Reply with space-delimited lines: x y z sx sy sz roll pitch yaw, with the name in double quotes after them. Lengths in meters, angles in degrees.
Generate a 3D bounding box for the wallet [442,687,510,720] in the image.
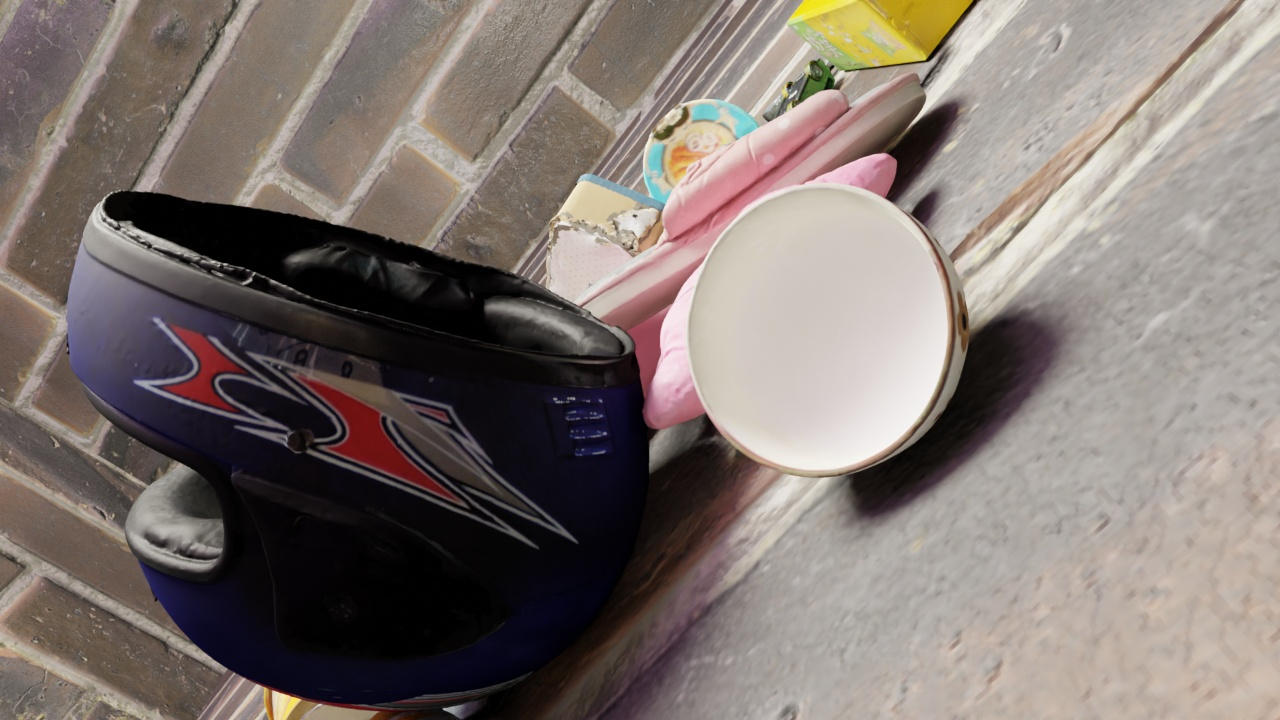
-0.098 0.191 0.625 0.097 0.019 0.120 -43 19 46 "wallet"

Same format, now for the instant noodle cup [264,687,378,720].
-0.201 0.248 0.642 0.118 0.118 0.114 -55 21 -4 "instant noodle cup"

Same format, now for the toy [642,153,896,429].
0.065 -0.037 0.511 0.195 0.074 0.178 -48 2 31 "toy"

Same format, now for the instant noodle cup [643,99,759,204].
0.062 -0.187 0.852 0.111 0.111 0.120 -50 6 16 "instant noodle cup"

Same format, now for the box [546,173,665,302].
-0.030 -0.069 0.788 0.063 0.090 0.185 -61 -8 -29 "box"

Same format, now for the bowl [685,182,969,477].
0.081 -0.010 0.374 0.114 0.113 0.062 -48 -28 25 "bowl"

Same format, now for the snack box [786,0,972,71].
0.210 -0.312 0.710 0.158 0.070 0.210 -52 13 9 "snack box"

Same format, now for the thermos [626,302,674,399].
-0.004 0.004 0.683 0.198 0.067 0.087 -59 -11 -17 "thermos"

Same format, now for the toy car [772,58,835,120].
0.140 -0.223 0.800 0.043 0.036 0.091 -30 26 57 "toy car"

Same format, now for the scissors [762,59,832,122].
0.172 -0.277 0.877 0.182 0.014 0.159 -31 26 56 "scissors"

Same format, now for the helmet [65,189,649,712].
-0.156 0.063 0.512 0.247 0.315 0.240 -112 40 -74 "helmet"

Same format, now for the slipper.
0.054 -0.099 0.587 0.275 0.054 0.114 -35 -9 17 "slipper"

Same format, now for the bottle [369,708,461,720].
-0.119 0.225 0.499 0.067 0.068 0.190 -59 14 -21 "bottle"
